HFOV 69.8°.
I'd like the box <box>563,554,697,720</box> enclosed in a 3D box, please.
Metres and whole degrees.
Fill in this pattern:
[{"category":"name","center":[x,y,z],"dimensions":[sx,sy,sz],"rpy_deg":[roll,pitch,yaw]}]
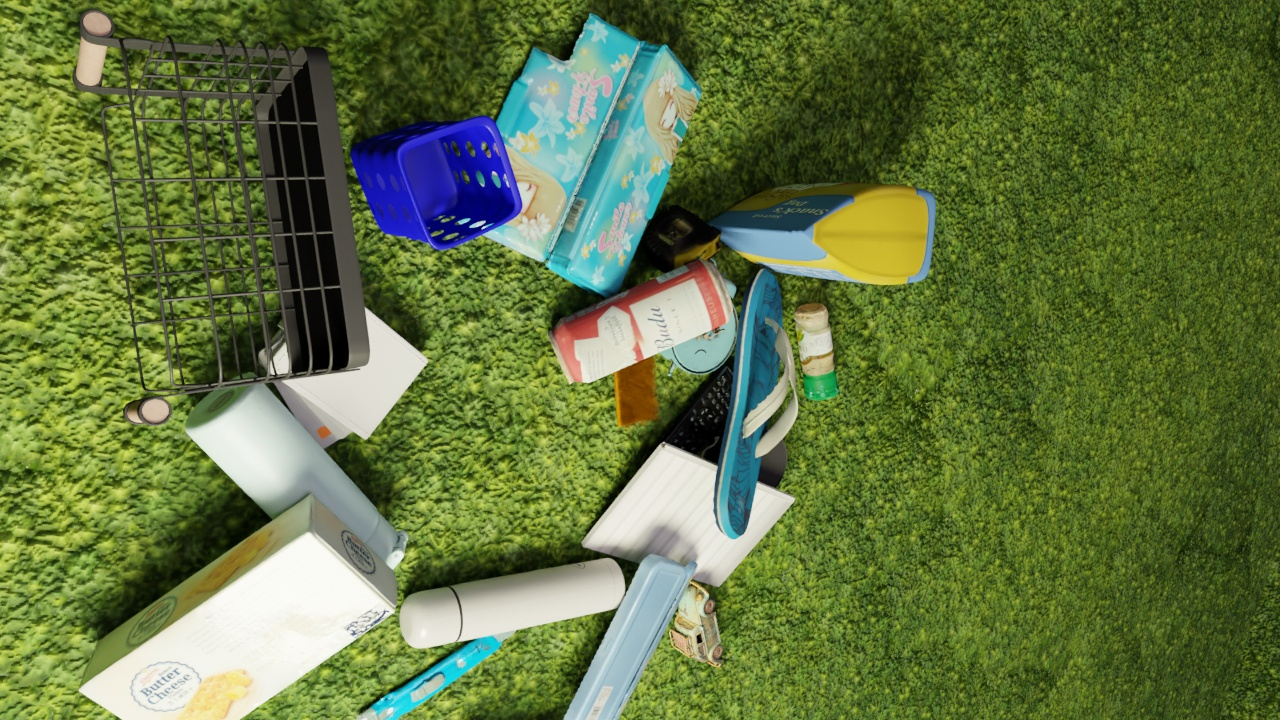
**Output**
[{"category":"box","center":[-0.003,0.304,0.969],"dimensions":[0.209,0.034,0.127],"rpy_deg":[-62,150,-1]}]

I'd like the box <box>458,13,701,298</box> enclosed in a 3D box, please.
[{"category":"box","center":[-0.042,-0.188,0.836],"dimensions":[0.181,0.072,0.227],"rpy_deg":[25,87,-38]}]

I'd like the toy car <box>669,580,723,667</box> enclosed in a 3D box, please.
[{"category":"toy car","center":[0.060,0.305,1.038],"dimensions":[0.047,0.047,0.112],"rpy_deg":[-25,115,-34]}]

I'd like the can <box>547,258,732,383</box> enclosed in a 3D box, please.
[{"category":"can","center":[0.000,-0.036,0.867],"dimensions":[0.170,0.067,0.067],"rpy_deg":[-23,116,-2]}]

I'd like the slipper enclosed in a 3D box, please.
[{"category":"slipper","center":[0.132,0.045,0.961],"dimensions":[0.118,0.060,0.294],"rpy_deg":[54,44,-58]}]

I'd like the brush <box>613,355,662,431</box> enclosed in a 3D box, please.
[{"category":"brush","center":[-0.006,0.006,0.937],"dimensions":[0.048,0.017,0.126],"rpy_deg":[-14,109,-32]}]

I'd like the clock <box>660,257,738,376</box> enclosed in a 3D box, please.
[{"category":"clock","center":[0.055,-0.047,0.945],"dimensions":[0.089,0.053,0.124],"rpy_deg":[-7,106,-35]}]

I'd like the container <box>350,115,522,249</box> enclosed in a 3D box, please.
[{"category":"container","center":[-0.164,-0.143,0.727],"dimensions":[0.085,0.114,0.084],"rpy_deg":[-29,116,-27]}]

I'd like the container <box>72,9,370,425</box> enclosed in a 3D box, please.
[{"category":"container","center":[-0.279,-0.086,0.604],"dimensions":[0.130,0.163,0.241],"rpy_deg":[-9,92,-34]}]

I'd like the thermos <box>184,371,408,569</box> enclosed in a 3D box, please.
[{"category":"thermos","center":[-0.272,0.106,0.743],"dimensions":[0.078,0.065,0.207],"rpy_deg":[-25,121,9]}]

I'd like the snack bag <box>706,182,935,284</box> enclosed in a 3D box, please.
[{"category":"snack bag","center":[0.175,-0.133,0.943],"dimensions":[0.204,0.159,0.102],"rpy_deg":[-4,101,-33]}]

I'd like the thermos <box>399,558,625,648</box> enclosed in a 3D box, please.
[{"category":"thermos","center":[-0.121,0.234,0.890],"dimensions":[0.223,0.052,0.052],"rpy_deg":[-2,102,-35]}]

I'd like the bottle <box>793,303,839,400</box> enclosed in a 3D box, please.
[{"category":"bottle","center":[0.204,-0.010,1.067],"dimensions":[0.043,0.043,0.111],"rpy_deg":[-24,114,-29]}]

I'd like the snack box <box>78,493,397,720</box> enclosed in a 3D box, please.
[{"category":"snack box","center":[-0.304,0.205,0.708],"dimensions":[0.208,0.057,0.104],"rpy_deg":[-35,120,0]}]

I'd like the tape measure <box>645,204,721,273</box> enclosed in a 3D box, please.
[{"category":"tape measure","center":[0.036,-0.119,0.905],"dimensions":[0.062,0.067,0.038],"rpy_deg":[-43,158,-19]}]

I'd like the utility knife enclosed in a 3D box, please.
[{"category":"utility knife","center":[-0.188,0.300,0.883],"dimensions":[0.174,0.015,0.031],"rpy_deg":[-31,122,-27]}]

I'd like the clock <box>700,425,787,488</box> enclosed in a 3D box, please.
[{"category":"clock","center":[0.113,0.115,1.033],"dimensions":[0.120,0.043,0.091],"rpy_deg":[-6,105,-34]}]

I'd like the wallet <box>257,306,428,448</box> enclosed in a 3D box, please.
[{"category":"wallet","center":[-0.252,0.011,0.752],"dimensions":[0.115,0.037,0.118],"rpy_deg":[-54,129,-12]}]

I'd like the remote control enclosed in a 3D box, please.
[{"category":"remote control","center":[0.055,0.072,0.996],"dimensions":[0.150,0.022,0.047],"rpy_deg":[-49,124,-18]}]

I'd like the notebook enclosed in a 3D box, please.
[{"category":"notebook","center":[0.057,0.173,0.994],"dimensions":[0.209,0.009,0.143],"rpy_deg":[26,110,-37]}]
